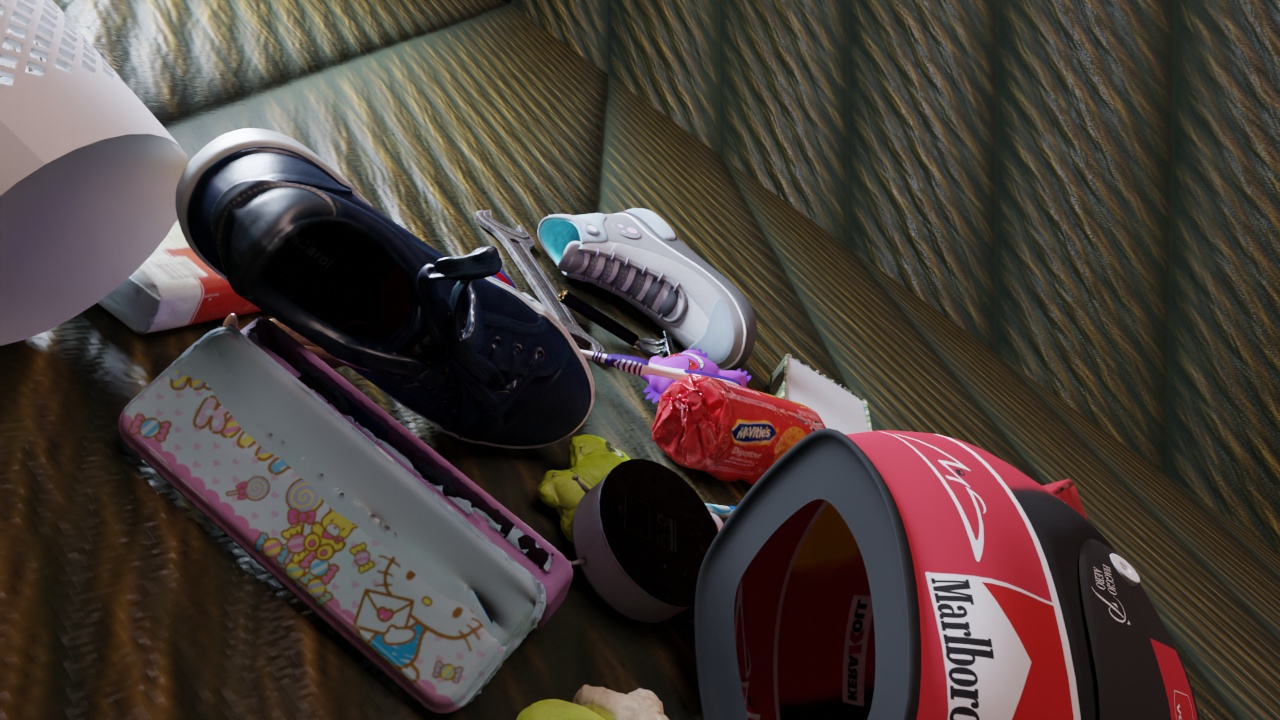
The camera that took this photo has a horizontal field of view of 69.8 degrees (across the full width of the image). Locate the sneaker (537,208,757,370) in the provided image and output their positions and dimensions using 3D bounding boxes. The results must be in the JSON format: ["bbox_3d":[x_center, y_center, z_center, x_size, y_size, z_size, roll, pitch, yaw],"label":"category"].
[{"bbox_3d":[0.000,-0.080,0.987,0.160,0.093,0.256,-1,39,-44],"label":"sneaker"}]

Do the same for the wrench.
[{"bbox_3d":[-0.105,-0.083,0.926,0.070,0.010,0.273,17,25,-38],"label":"wrench"}]

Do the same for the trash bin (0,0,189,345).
[{"bbox_3d":[-0.336,-0.122,0.424,0.199,0.196,0.195,43,19,-1],"label":"trash bin"}]

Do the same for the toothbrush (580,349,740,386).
[{"bbox_3d":[-0.005,0.005,0.785,0.186,0.015,0.016,12,25,-3],"label":"toothbrush"}]

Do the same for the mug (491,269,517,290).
[{"bbox_3d":[-0.110,-0.020,0.659,0.112,0.075,0.076,21,21,-9],"label":"mug"}]

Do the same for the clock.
[{"bbox_3d":[0.013,0.114,0.557,0.122,0.035,0.094,30,39,-27],"label":"clock"}]

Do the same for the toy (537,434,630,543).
[{"bbox_3d":[-0.028,0.086,0.602,0.093,0.036,0.094,5,42,-50],"label":"toy"}]

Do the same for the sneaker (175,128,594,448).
[{"bbox_3d":[-0.104,-0.009,0.507,0.127,0.121,0.294,44,3,41],"label":"sneaker"}]

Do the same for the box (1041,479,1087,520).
[{"bbox_3d":[0.284,0.163,0.719,0.152,0.165,0.157,37,19,26],"label":"box"}]

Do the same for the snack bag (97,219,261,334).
[{"bbox_3d":[-0.260,-0.067,0.602,0.077,0.041,0.224,36,18,8],"label":"snack bag"}]

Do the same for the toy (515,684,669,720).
[{"bbox_3d":[-0.010,0.178,0.396,0.092,0.043,0.117,36,16,16],"label":"toy"}]

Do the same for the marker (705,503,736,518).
[{"bbox_3d":[0.060,0.115,0.702,0.141,0.013,0.013,15,26,-42],"label":"marker"}]

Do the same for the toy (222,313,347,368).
[{"bbox_3d":[-0.204,-0.011,0.549,0.101,0.042,0.055,4,20,-44],"label":"toy"}]

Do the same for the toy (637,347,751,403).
[{"bbox_3d":[0.042,0.021,0.836,0.106,0.056,0.088,28,14,38],"label":"toy"}]

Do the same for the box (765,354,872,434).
[{"bbox_3d":[0.187,0.064,0.974,0.117,0.050,0.205,30,19,-1],"label":"box"}]

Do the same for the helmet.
[{"bbox_3d":[0.158,0.160,0.470,0.224,0.198,0.270,26,29,-18],"label":"helmet"}]

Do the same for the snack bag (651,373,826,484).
[{"bbox_3d":[0.087,0.064,0.776,0.176,0.082,0.082,15,26,-40],"label":"snack bag"}]

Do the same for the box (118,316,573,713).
[{"bbox_3d":[-0.142,0.077,0.445,0.214,0.090,0.092,37,61,10],"label":"box"}]

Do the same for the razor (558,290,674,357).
[{"bbox_3d":[-0.023,-0.033,0.909,0.144,0.022,0.042,26,34,-31],"label":"razor"}]
